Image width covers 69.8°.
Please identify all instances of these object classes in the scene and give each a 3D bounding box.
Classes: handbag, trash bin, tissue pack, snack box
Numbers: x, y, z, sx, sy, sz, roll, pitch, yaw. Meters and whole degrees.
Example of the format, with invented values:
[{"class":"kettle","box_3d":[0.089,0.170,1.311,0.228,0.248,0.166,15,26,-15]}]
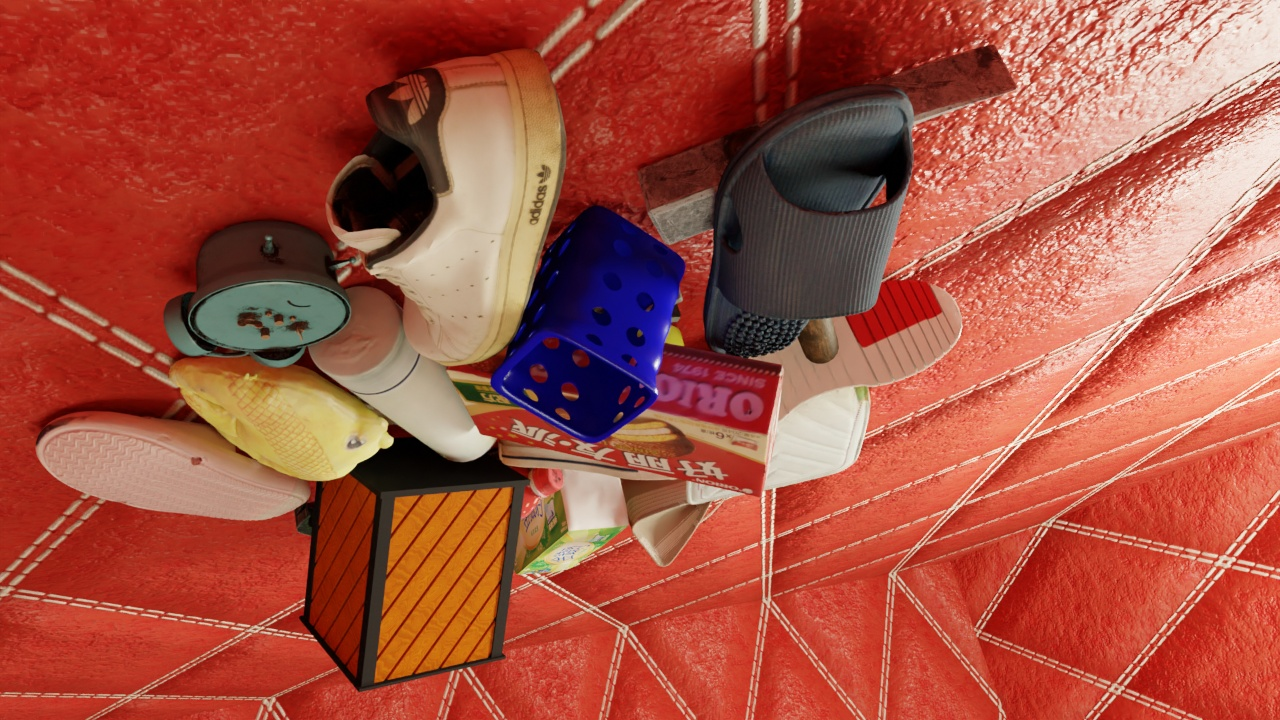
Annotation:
[{"class":"handbag","box_3d":[0.073,0.134,1.083,0.198,0.062,0.175,-37,-169,0]},{"class":"handbag","box_3d":[0.128,0.064,0.961,0.198,0.096,0.142,-11,143,-6]},{"class":"trash bin","box_3d":[-0.207,0.172,0.830,0.139,0.172,0.140,1,-168,-40]},{"class":"tissue pack","box_3d":[-0.121,0.177,1.064,0.141,0.120,0.198,0,148,-28]},{"class":"snack box","box_3d":[-0.016,0.032,0.687,0.236,0.060,0.113,12,152,11]}]

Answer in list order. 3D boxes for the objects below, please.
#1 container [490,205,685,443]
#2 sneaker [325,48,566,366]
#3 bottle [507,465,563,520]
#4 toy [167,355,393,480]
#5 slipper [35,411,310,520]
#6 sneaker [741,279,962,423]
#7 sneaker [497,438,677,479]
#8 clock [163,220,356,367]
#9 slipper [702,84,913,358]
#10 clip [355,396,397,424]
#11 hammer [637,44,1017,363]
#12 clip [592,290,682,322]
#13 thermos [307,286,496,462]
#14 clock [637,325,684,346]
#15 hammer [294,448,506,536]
[{"class":"container","box_3d":[-0.030,-0.025,0.586,0.085,0.113,0.085,31,139,-20]},{"class":"sneaker","box_3d":[-0.117,-0.064,0.495,0.102,0.089,0.242,-12,155,-29]},{"class":"bottle","box_3d":[-0.144,0.140,0.940,0.138,0.062,0.062,-24,156,19]},{"class":"toy","box_3d":[-0.265,0.043,0.687,0.155,0.064,0.171,12,154,-1]},{"class":"slipper","box_3d":[-0.370,0.086,0.754,0.107,0.055,0.221,-26,146,23]},{"class":"sneaker","box_3d":[0.171,-0.004,0.849,0.237,0.090,0.104,-26,178,8]},{"class":"sneaker","box_3d":[-0.025,0.061,0.861,0.241,0.088,0.118,2,-178,22]},{"class":"clock","box_3d":[-0.230,-0.034,0.551,0.124,0.053,0.090,-29,153,32]},{"class":"slipper","box_3d":[0.093,-0.051,0.557,0.101,0.082,0.264,-6,153,-10]},{"class":"clip","box_3d":[-0.246,0.047,0.793,0.054,0.043,0.101,-37,150,21]},{"class":"hammer","box_3d":[0.146,-0.080,0.654,0.218,0.037,0.300,-19,152,11]},{"class":"clip","box_3d":[-0.005,-0.039,0.721,0.075,0.023,0.061,-14,157,-7]},{"class":"thermos","box_3d":[-0.170,0.019,0.700,0.068,0.067,0.230,-16,157,3]},{"class":"clock","box_3d":[-0.005,0.004,0.769,0.083,0.057,0.119,-20,161,30]},{"class":"hammer","box_3d":[-0.225,0.132,0.990,0.319,0.032,0.130,-18,157,9]}]
